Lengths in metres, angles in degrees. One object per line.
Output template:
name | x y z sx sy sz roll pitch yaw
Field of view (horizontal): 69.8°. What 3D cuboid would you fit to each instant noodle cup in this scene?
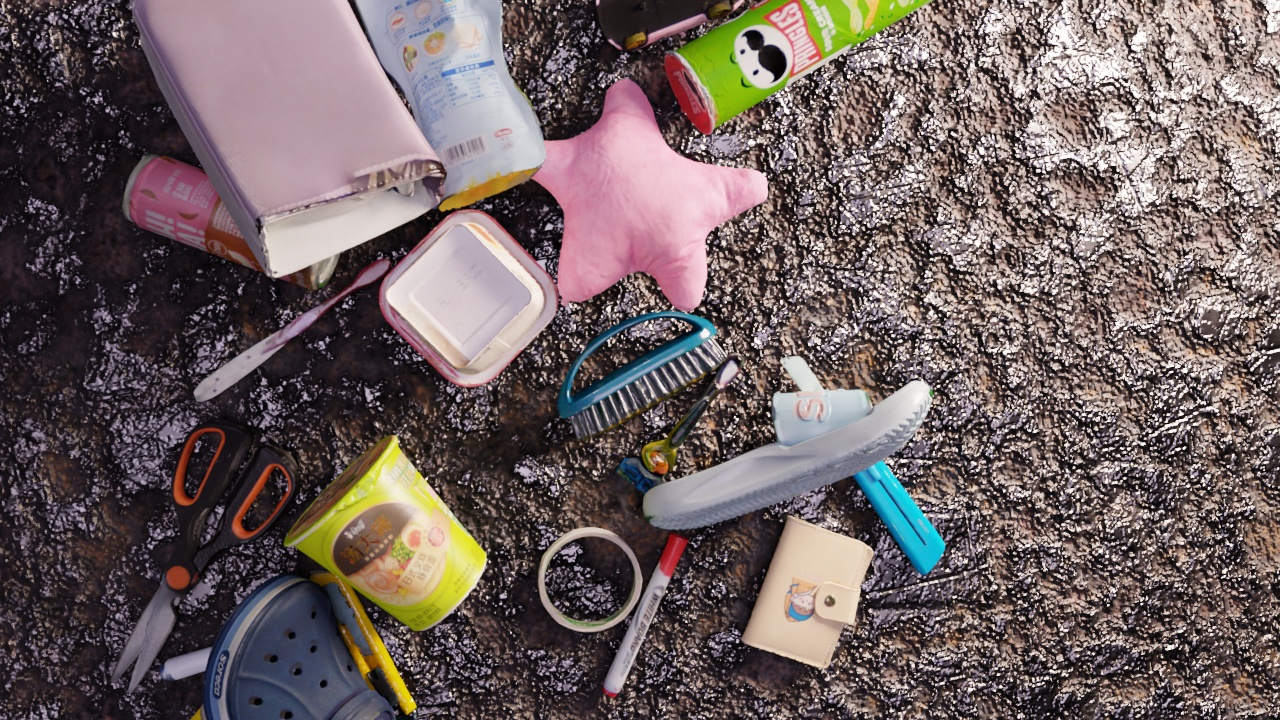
instant noodle cup | -0.186 0.138 0.704 0.111 0.112 0.123 -44 105 -3
instant noodle cup | -0.130 -0.047 0.686 0.116 0.124 0.116 -45 97 -3

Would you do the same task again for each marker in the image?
marker | 0.003 0.213 0.770 0.017 0.017 0.145 24 90 -7
marker | -0.316 0.231 0.734 0.130 0.018 0.022 -16 104 -6

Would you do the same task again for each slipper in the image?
slipper | 0.113 0.070 0.736 0.245 0.104 0.074 -22 69 6
slipper | -0.237 0.285 0.684 0.095 0.104 0.253 -4 107 30

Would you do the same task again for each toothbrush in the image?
toothbrush | -0.274 -0.025 0.727 0.187 0.017 0.016 -36 99 -1

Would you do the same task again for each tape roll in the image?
tape roll | -0.042 0.183 0.764 0.085 0.014 0.086 0 93 -7

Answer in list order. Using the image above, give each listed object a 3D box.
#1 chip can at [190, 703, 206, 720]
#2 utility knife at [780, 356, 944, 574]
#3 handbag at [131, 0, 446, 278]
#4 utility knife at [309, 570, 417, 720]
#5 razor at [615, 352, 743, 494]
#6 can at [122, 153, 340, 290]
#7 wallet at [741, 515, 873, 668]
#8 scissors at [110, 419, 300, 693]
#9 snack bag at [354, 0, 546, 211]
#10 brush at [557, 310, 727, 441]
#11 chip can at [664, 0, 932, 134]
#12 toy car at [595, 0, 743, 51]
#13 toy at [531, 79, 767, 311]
chip can | -0.374 0.363 0.707 0.072 0.072 0.213 38 88 -7
utility knife | 0.189 0.086 0.785 0.034 0.018 0.225 -37 95 -3
handbag | -0.246 -0.176 0.656 0.144 0.099 0.197 -28 78 -21
utility knife | -0.225 0.236 0.745 0.033 0.015 0.156 -27 96 -7
razor | 0.040 0.051 0.763 0.042 0.022 0.142 39 88 -9
can | -0.305 -0.104 0.696 0.147 0.058 0.058 21 90 -7
wallet | 0.146 0.200 0.783 0.087 0.024 0.115 20 89 -8
scissors | -0.366 0.150 0.725 0.234 0.021 0.152 -38 90 0
snack bag | -0.145 -0.218 0.705 0.110 0.038 0.191 -20 84 21
brush | -0.004 0.004 0.738 0.144 0.055 0.073 -29 97 -4
chip can | 0.136 -0.269 0.732 0.236 0.072 0.072 -31 96 -5
toy car | 0.024 -0.289 0.736 0.122 0.037 0.056 -18 92 7
toy | -0.018 -0.122 0.718 0.194 0.074 0.178 35 84 4
